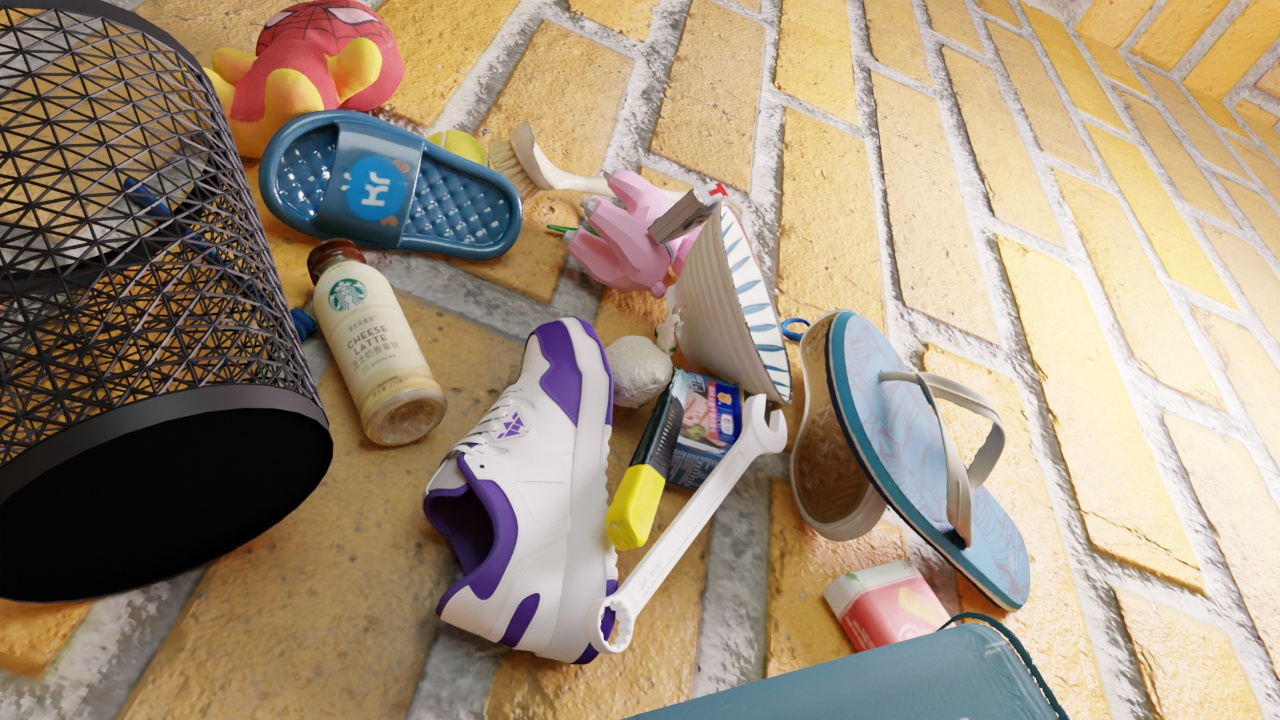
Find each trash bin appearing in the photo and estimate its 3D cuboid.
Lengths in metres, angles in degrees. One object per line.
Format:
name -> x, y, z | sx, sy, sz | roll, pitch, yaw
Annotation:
trash bin -> 0.071, 0.245, 0.411 | 0.218, 0.200, 0.196 | -1, 46, -22
trash bin -> -0.287, -0.024, 0.478 | 0.216, 0.218, 0.243 | -15, 62, -40

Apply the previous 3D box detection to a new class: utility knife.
utility knife -> 0.012, 0.055, 0.607 | 0.029, 0.020, 0.202 | 65, 24, -20

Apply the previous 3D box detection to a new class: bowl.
bowl -> 0.067, -0.039, 0.770 | 0.177, 0.071, 0.177 | -17, 90, -74

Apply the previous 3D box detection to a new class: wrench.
wrench -> 0.040, 0.094, 0.593 | 0.272, 0.009, 0.047 | -41, 109, -52

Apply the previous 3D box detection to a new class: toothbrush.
toothbrush -> -0.305, -0.075, 0.663 | 0.190, 0.016, 0.017 | 38, 32, 11

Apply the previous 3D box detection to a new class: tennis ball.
tennis ball -> -0.166, -0.169, 0.808 | 0.065, 0.065, 0.065 | 16, 41, -15

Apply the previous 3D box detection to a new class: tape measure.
tape measure -> 0.044, -0.124, 0.775 | 0.020, 0.060, 0.062 | 56, 38, 5

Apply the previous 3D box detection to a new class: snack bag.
snack bag -> 0.189, 0.198, 0.644 | 0.076, 0.036, 0.116 | -4, 49, -34

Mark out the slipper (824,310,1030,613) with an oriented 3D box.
slipper -> 0.233, 0.082, 0.683 | 0.295, 0.060, 0.118 | 48, 48, -22

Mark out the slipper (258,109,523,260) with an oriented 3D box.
slipper -> -0.189, -0.137, 0.731 | 0.213, 0.104, 0.059 | 9, 1, -31

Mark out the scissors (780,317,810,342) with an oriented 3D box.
scissors -> 0.117, -0.024, 0.864 | 0.133, 0.014, 0.127 | -8, 47, -31

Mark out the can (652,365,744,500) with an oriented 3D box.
can -> 0.043, 0.053, 0.701 | 0.059, 0.054, 0.099 | 18, 40, -10

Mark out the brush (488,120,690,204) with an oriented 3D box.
brush -> -0.027, -0.171, 0.886 | 0.271, 0.078, 0.062 | 5, 66, -41

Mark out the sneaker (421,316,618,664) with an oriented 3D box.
sneaker -> -0.081, 0.069, 0.584 | 0.111, 0.092, 0.243 | 11, 48, -19

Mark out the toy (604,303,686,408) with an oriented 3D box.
toy -> -0.004, 0.004, 0.706 | 0.112, 0.050, 0.087 | -28, 20, -4

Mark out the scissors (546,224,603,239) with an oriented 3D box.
scissors -> -0.028, -0.113, 0.873 | 0.131, 0.011, 0.125 | 1, 48, -32

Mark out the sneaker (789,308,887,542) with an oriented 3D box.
sneaker -> 0.180, 0.057, 0.765 | 0.079, 0.088, 0.234 | 47, 34, -30

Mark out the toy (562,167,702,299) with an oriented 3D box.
toy -> 0.016, -0.103, 0.830 | 0.157, 0.067, 0.123 | 32, 42, -14

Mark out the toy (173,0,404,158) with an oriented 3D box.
toy -> -0.287, -0.247, 0.793 | 0.147, 0.099, 0.215 | 13, 39, 7

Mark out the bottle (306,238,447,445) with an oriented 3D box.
bottle -> -0.189, -0.018, 0.637 | 0.056, 0.057, 0.162 | -8, 51, -36
